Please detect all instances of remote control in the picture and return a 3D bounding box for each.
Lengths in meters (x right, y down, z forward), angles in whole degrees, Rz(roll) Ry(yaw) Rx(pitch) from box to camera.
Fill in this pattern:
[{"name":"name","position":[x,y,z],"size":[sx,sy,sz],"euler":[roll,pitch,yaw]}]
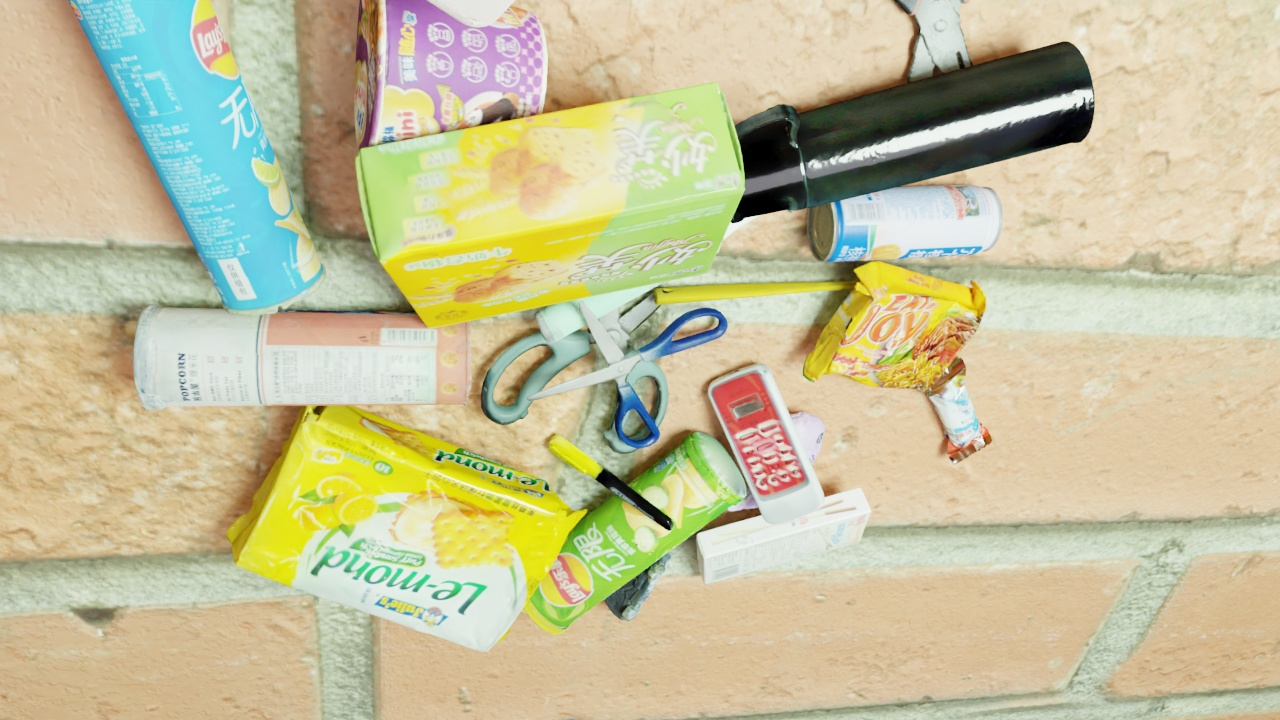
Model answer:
[{"name":"remote control","position":[0.105,0.071,0.763],"size":[0.056,0.020,0.136],"euler":[-22,99,14]}]

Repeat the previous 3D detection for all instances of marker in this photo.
[{"name":"marker","position":[-0.024,0.101,0.750],"size":[0.124,0.015,0.018],"euler":[35,150,11]}]

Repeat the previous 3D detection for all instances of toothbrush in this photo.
[{"name":"toothbrush","position":[0.025,-0.076,0.671],"size":[0.224,0.026,0.027],"euler":[-29,85,-2]},{"name":"toothbrush","position":[0.103,-0.052,0.715],"size":[0.190,0.015,0.017],"euler":[-4,130,-13]}]

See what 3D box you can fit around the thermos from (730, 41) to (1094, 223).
[{"name":"thermos","position":[0.172,-0.154,0.615],"size":[0.242,0.068,0.090],"euler":[-14,159,3]}]

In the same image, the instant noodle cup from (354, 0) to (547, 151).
[{"name":"instant noodle cup","position":[-0.113,-0.168,0.540],"size":[0.099,0.111,0.112],"euler":[2,123,-22]}]

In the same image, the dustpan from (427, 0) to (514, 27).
[{"name":"dustpan","position":[-0.098,-0.278,0.405],"size":[0.139,0.222,0.273],"euler":[-38,137,28]}]

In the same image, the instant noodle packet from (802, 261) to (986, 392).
[{"name":"instant noodle packet","position":[0.204,-0.022,0.734],"size":[0.128,0.044,0.111],"euler":[7,127,-26]}]

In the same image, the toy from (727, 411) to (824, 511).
[{"name":"toy","position":[0.124,0.090,0.805],"size":[0.083,0.039,0.108],"euler":[0,124,-25]}]

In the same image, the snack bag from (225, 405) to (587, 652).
[{"name":"snack bag","position":[-0.183,0.128,0.728],"size":[0.246,0.068,0.158],"euler":[25,112,-17]}]

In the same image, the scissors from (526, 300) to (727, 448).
[{"name":"scissors","position":[-0.004,0.005,0.701],"size":[0.162,0.012,0.173],"euler":[-34,136,-5]}]

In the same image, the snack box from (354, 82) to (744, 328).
[{"name":"snack box","position":[-0.052,-0.089,0.573],"size":[0.210,0.070,0.158],"euler":[-11,169,-5]}]

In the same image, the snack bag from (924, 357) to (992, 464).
[{"name":"snack bag","position":[0.284,0.047,0.822],"size":[0.048,0.026,0.104],"euler":[-33,126,-5]}]

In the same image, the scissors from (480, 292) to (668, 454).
[{"name":"scissors","position":[-0.051,0.012,0.721],"size":[0.181,0.019,0.170],"euler":[-9,124,-11]}]

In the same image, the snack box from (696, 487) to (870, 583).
[{"name":"snack box","position":[0.129,0.164,0.847],"size":[0.157,0.026,0.085],"euler":[-15,150,-3]}]

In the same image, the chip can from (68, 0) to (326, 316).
[{"name":"chip can","position":[-0.259,-0.132,0.549],"size":[0.071,0.071,0.210],"euler":[-14,126,-4]}]

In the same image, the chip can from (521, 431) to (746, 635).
[{"name":"chip can","position":[-0.010,0.149,0.795],"size":[0.221,0.072,0.072],"euler":[-39,123,14]}]

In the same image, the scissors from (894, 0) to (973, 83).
[{"name":"scissors","position":[0.198,-0.247,0.608],"size":[0.189,0.015,0.227],"euler":[15,120,-21]}]

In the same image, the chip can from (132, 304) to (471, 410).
[{"name":"chip can","position":[-0.228,-0.002,0.643],"size":[0.214,0.071,0.071],"euler":[0,123,-13]}]

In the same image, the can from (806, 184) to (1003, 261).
[{"name":"can","position":[0.196,-0.103,0.683],"size":[0.134,0.053,0.053],"euler":[-4,124,-10]}]

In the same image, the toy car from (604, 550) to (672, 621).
[{"name":"toy car","position":[-0.003,0.201,0.853],"size":[0.034,0.043,0.091],"euler":[-3,127,-53]}]
